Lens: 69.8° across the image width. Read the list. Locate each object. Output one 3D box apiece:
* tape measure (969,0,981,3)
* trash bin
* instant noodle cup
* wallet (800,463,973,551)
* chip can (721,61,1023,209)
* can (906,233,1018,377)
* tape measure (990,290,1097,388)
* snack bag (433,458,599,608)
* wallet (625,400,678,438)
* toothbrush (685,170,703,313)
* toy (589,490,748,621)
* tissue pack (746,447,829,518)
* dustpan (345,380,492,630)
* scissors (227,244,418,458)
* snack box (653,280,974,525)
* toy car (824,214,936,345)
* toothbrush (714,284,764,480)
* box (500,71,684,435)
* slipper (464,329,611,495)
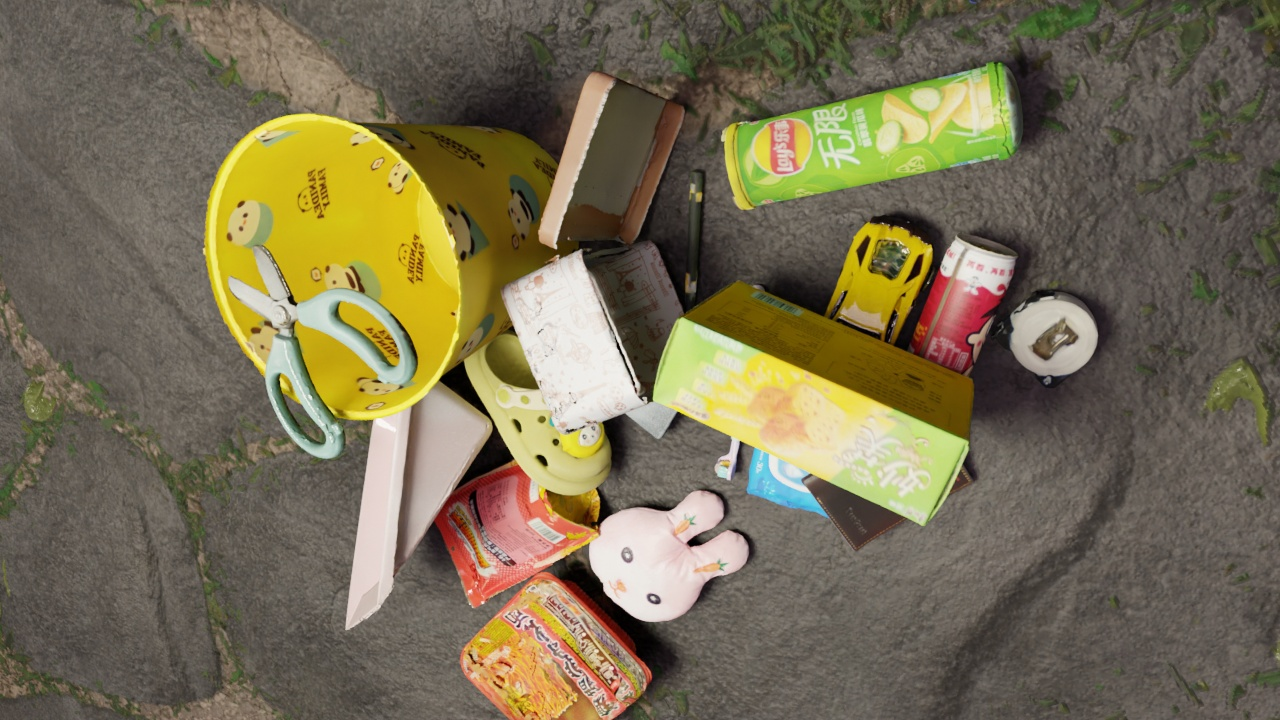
[{"bbox_3d":[0.251,-0.298,0.669,0.058,0.025,0.054,-41,87,24],"label":"tape measure"},{"bbox_3d":[-0.186,-0.099,0.785,0.230,0.254,0.230,7,109,20],"label":"trash bin"},{"bbox_3d":[-0.087,0.319,0.985,0.164,0.079,0.189,45,117,4],"label":"instant noodle cup"},{"bbox_3d":[0.212,0.103,0.789,0.122,0.020,0.096,-33,114,9],"label":"wallet"},{"bbox_3d":[0.178,-0.172,0.715,0.222,0.072,0.072,-8,104,24],"label":"chip can"},{"bbox_3d":[0.254,-0.032,0.741,0.053,0.053,0.133,21,114,14],"label":"can"},{"bbox_3d":[0.325,-0.021,0.727,0.066,0.033,0.066,42,118,3],"label":"tape measure"},{"bbox_3d":[-0.140,0.174,0.971,0.208,0.073,0.128,-32,88,33],"label":"snack bag"},{"bbox_3d":[-0.005,0.005,0.871,0.121,0.019,0.097,39,123,15],"label":"wallet"},{"bbox_3d":[0.048,-0.078,0.834,0.012,0.017,0.186,9,109,22],"label":"toothbrush"},{"bbox_3d":[0.024,0.193,0.914,0.160,0.054,0.121,-33,90,20],"label":"toy"},{"bbox_3d":[0.152,0.065,0.816,0.095,0.052,0.157,17,113,16],"label":"tissue pack"},{"bbox_3d":[-0.257,0.109,0.898,0.139,0.272,0.223,36,147,-8],"label":"dustpan"},{"bbox_3d":[-0.231,-0.013,0.679,0.179,0.019,0.172,-13,101,26],"label":"scissors"},{"bbox_3d":[0.133,0.021,0.681,0.210,0.157,0.070,25,112,13],"label":"snack box"},{"bbox_3d":[0.188,-0.041,0.756,0.071,0.041,0.156,25,97,14],"label":"toy car"},{"bbox_3d":[0.092,0.021,0.846,0.021,0.029,0.189,0,111,-20],"label":"toothbrush"},{"bbox_3d":[-0.023,-0.085,0.748,0.124,0.178,0.274,2,100,20],"label":"box"},{"bbox_3d":[-0.094,0.041,0.882,0.190,0.091,0.082,52,140,5],"label":"slipper"}]
